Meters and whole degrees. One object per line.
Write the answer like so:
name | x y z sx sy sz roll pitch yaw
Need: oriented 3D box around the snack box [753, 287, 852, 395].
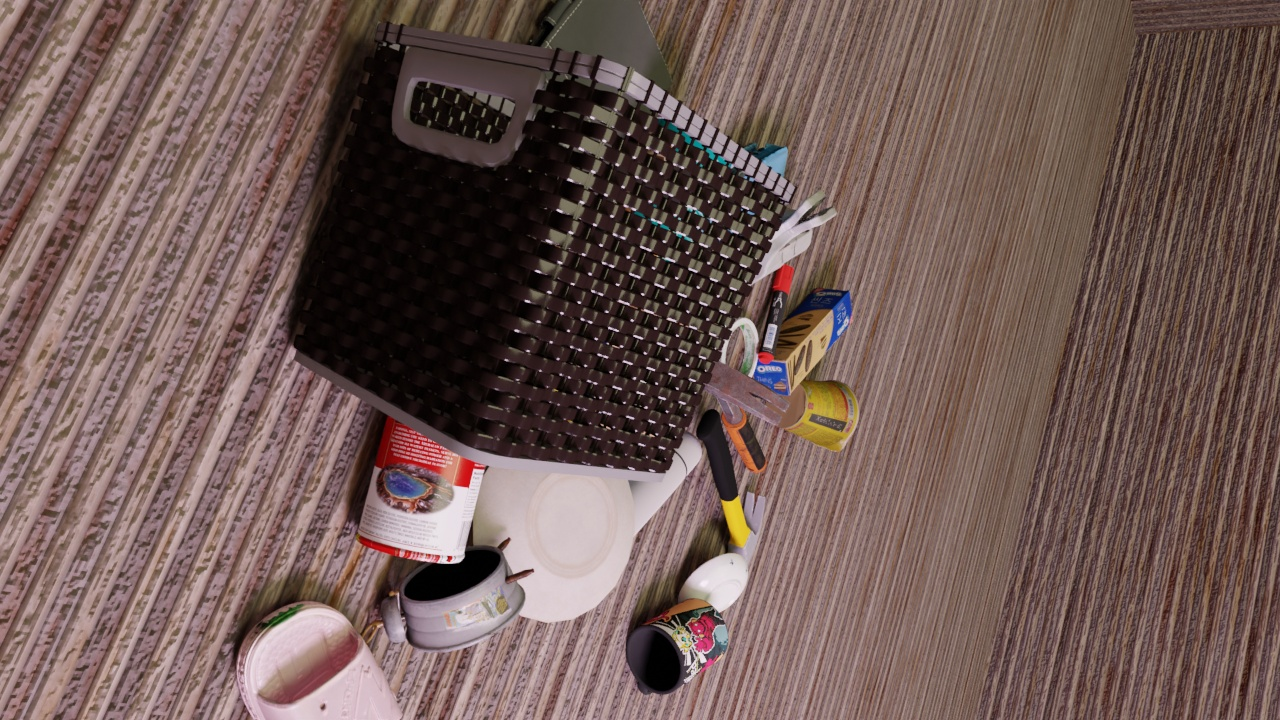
snack box | 0.228 -0.032 1.278 0.206 0.056 0.057 -43 129 -40

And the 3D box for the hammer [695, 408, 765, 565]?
hammer | 0.109 0.165 1.138 0.126 0.029 0.324 -60 151 -30

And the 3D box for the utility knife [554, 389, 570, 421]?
utility knife | -0.074 0.046 0.914 0.030 0.019 0.217 -31 127 -54

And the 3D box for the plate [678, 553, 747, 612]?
plate | 0.098 0.291 1.161 0.104 0.026 0.104 -19 131 -23

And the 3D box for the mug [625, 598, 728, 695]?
mug | 0.037 0.353 1.099 0.098 0.082 0.118 -11 134 -52

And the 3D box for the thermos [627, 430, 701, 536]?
thermos | -0.007 0.152 1.002 0.223 0.052 0.052 -43 130 -40

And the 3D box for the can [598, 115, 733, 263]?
can | 0.020 -0.154 0.914 0.099 0.099 0.143 36 75 -51

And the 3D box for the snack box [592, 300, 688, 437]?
snack box | -0.006 0.006 0.954 0.087 0.034 0.151 14 86 -23

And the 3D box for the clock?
clock | -0.164 0.205 0.771 0.147 0.104 0.056 -19 106 -18

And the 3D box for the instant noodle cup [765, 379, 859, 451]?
instant noodle cup | 0.235 0.067 1.289 0.112 0.100 0.100 15 86 -44

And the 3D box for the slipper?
slipper | -0.233 0.291 0.716 0.094 0.064 0.239 -36 127 -44

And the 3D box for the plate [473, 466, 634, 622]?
plate | -0.072 0.154 0.881 0.188 0.027 0.188 7 80 -39

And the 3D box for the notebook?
notebook | -0.045 -0.263 0.874 0.208 0.029 0.169 -63 143 -28

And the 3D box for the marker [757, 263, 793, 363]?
marker | 0.178 -0.062 1.216 0.023 0.021 0.144 32 61 -29

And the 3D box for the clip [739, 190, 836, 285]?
clip | 0.167 -0.162 1.141 0.126 0.099 0.153 -37 163 -45

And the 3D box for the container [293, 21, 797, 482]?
container | -0.075 -0.069 0.678 0.245 0.248 0.243 15 96 -54

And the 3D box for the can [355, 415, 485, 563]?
can | -0.171 0.094 0.734 0.086 0.087 0.116 20 81 -54

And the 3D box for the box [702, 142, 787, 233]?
box | 0.093 -0.187 1.079 0.230 0.054 0.093 -36 143 -44

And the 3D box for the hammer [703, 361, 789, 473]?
hammer | 0.127 0.080 1.102 0.035 0.138 0.314 -58 154 -13

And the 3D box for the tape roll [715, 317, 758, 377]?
tape roll | 0.121 -0.008 1.169 0.093 0.018 0.094 -16 110 -52
